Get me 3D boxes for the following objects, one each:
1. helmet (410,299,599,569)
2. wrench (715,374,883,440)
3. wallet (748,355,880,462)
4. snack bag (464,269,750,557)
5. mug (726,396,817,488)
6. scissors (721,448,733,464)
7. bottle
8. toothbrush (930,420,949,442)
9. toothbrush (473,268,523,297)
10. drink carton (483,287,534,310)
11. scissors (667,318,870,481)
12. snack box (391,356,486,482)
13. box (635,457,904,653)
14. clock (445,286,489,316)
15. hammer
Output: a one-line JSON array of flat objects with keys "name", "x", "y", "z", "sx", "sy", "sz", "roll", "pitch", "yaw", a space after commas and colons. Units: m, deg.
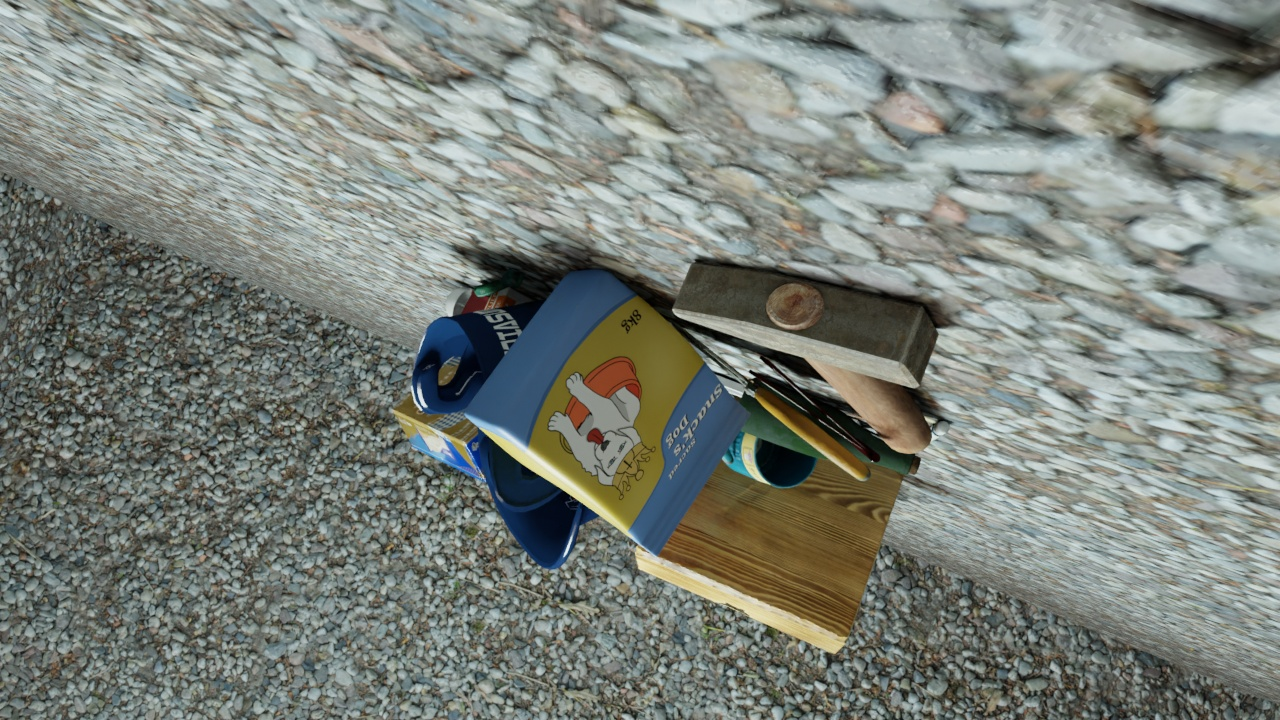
[{"name": "helmet", "x": -0.092, "y": 0.073, "z": 0.915, "sx": 0.222, "sy": 0.273, "sz": 0.232, "roll": -2, "pitch": -158, "yaw": -34}, {"name": "wrench", "x": 0.141, "y": 0.046, "z": 0.975, "sx": 0.273, "sy": 0.018, "sz": 0.086, "roll": 21, "pitch": 172, "yaw": 24}, {"name": "wallet", "x": 0.141, "y": 0.040, "z": 0.753, "sx": 0.115, "sy": 0.018, "sz": 0.091, "roll": 39, "pitch": -176, "yaw": 1}, {"name": "snack bag", "x": -0.016, "y": 0.047, "z": 0.761, "sx": 0.205, "sy": 0.158, "sz": 0.102, "roll": 41, "pitch": 166, "yaw": -23}, {"name": "mug", "x": 0.141, "y": 0.090, "z": 1.090, "sx": 0.113, "sy": 0.083, "sz": 0.107, "roll": 54, "pitch": 167, "yaw": -13}, {"name": "scissors", "x": 0.069, "y": 0.066, "z": 1.080, "sx": 0.124, "sy": 0.019, "sz": 0.154, "roll": 54, "pitch": 179, "yaw": 24}, {"name": "bottle", "x": 0.179, "y": 0.069, "z": 0.873, "sx": 0.174, "sy": 0.055, "sz": 0.055, "roll": 20, "pitch": 172, "yaw": 17}, {"name": "toothbrush", "x": 0.256, "y": 0.074, "z": 0.832, "sx": 0.012, "sy": 0.017, "sz": 0.187, "roll": 7, "pitch": 170, "yaw": 9}, {"name": "toothbrush", "x": -0.150, "y": -0.078, "z": 0.945, "sx": 0.017, "sy": 0.016, "sz": 0.190, "roll": 23, "pitch": 173, "yaw": -20}, {"name": "drink carton", "x": -0.121, "y": -0.032, "z": 1.018, "sx": 0.122, "sy": 0.058, "sz": 0.040, "roll": 27, "pitch": 171, "yaw": -32}, {"name": "scissors", "x": 0.112, "y": 0.037, "z": 0.762, "sx": 0.225, "sy": 0.016, "sz": 0.216, "roll": 37, "pitch": -177, "yaw": -22}, {"name": "snack box", "x": -0.177, "y": 0.040, "z": 1.131, "sx": 0.155, "sy": 0.202, "sz": 0.069, "roll": 16, "pitch": 138, "yaw": 42}, {"name": "box", "x": 0.181, "y": 0.226, "z": 1.278, "sx": 0.279, "sy": 0.283, "sz": 0.324, "roll": 21, "pitch": 160, "yaw": 14}, {"name": "clock", "x": -0.176, "y": -0.046, "z": 1.095, "sx": 0.138, "sy": 0.048, "sz": 0.096, "roll": 24, "pitch": 176, "yaw": 43}, {"name": "hammer", "x": 0.151, "y": 0.015, "z": 0.647, "sx": 0.158, "sy": 0.037, "sz": 0.300, "roll": 18, "pitch": 171, "yaw": 34}]
